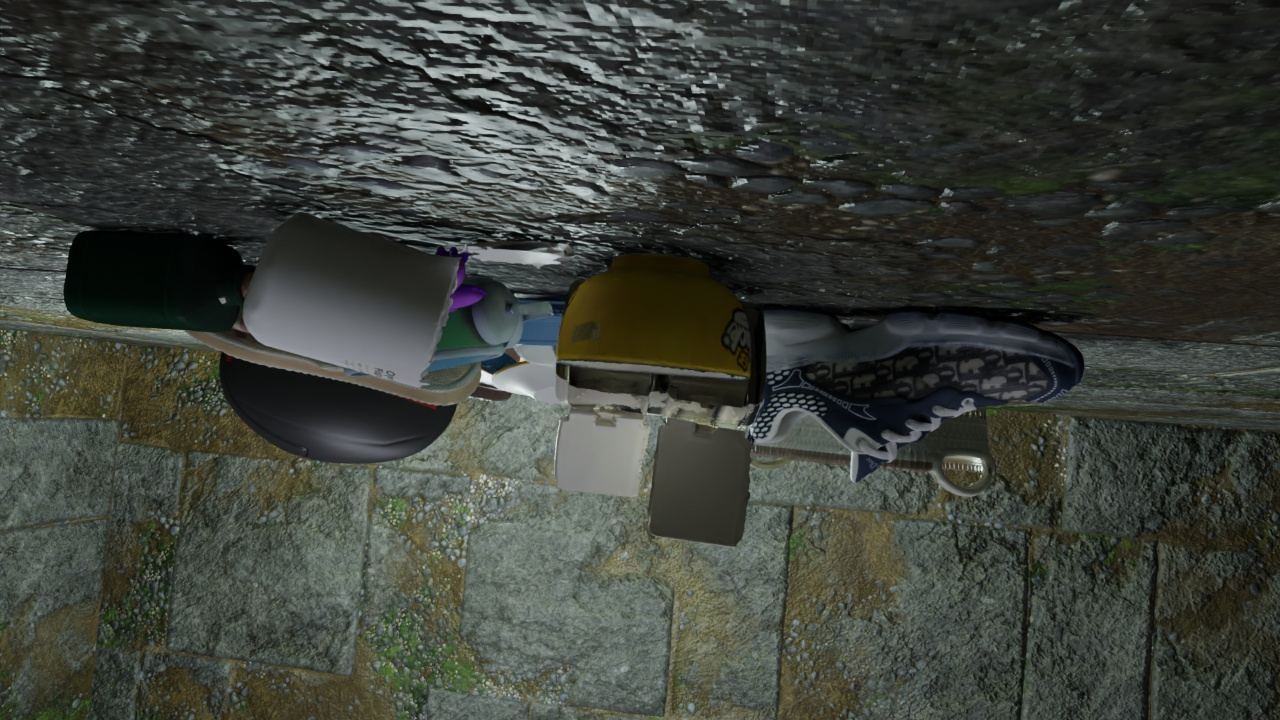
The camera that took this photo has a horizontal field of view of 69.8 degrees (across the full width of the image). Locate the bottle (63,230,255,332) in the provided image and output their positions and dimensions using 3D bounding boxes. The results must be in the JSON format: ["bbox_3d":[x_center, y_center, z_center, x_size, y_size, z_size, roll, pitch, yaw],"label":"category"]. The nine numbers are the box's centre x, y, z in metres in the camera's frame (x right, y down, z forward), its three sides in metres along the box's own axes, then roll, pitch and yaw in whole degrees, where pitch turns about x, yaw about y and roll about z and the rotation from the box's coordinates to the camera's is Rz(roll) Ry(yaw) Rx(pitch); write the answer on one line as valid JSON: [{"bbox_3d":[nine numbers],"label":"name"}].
[{"bbox_3d":[-0.306,-0.051,0.611,0.131,0.061,0.061,4,174,13],"label":"bottle"}]

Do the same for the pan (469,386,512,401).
[{"bbox_3d":[-0.323,-0.021,1.205,0.356,0.041,0.179,17,-170,-35],"label":"pan"}]

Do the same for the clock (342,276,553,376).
[{"bbox_3d":[-0.148,-0.032,0.699,0.161,0.075,0.122,-8,179,-3],"label":"clock"}]

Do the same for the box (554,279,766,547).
[{"bbox_3d":[0.008,0.036,0.643,0.145,0.185,0.095,9,162,-1],"label":"box"}]

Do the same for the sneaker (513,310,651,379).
[{"bbox_3d":[-0.005,0.005,0.831,0.236,0.079,0.087,4,154,10],"label":"sneaker"}]

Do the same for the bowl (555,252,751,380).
[{"bbox_3d":[0.010,-0.026,0.551,0.117,0.067,0.117,5,177,0],"label":"bowl"}]

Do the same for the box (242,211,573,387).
[{"bbox_3d":[-0.125,-0.041,0.513,0.162,0.112,0.085,19,170,-11],"label":"box"}]

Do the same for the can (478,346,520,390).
[{"bbox_3d":[-0.204,-0.009,1.060,0.130,0.044,0.130,17,167,4],"label":"can"}]

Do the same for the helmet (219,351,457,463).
[{"bbox_3d":[-0.308,0.016,0.909,0.265,0.164,0.170,13,167,6],"label":"helmet"}]

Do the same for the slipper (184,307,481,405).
[{"bbox_3d":[-0.263,-0.026,0.786,0.263,0.052,0.114,16,-149,2],"label":"slipper"}]

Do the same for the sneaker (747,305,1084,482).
[{"bbox_3d":[0.192,0.030,0.709,0.270,0.132,0.103,2,174,25],"label":"sneaker"}]

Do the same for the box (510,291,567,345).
[{"bbox_3d":[-0.037,-0.044,0.765,0.210,0.049,0.066,1,157,19],"label":"box"}]

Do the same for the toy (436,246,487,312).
[{"bbox_3d":[-0.154,-0.043,0.593,0.106,0.056,0.088,5,175,-13],"label":"toy"}]

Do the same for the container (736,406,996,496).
[{"bbox_3d":[0.213,0.047,0.890,0.184,0.143,0.247,8,175,-40],"label":"container"}]

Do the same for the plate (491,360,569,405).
[{"bbox_3d":[-0.047,0.026,1.003,0.230,0.021,0.230,-3,167,-1],"label":"plate"}]
